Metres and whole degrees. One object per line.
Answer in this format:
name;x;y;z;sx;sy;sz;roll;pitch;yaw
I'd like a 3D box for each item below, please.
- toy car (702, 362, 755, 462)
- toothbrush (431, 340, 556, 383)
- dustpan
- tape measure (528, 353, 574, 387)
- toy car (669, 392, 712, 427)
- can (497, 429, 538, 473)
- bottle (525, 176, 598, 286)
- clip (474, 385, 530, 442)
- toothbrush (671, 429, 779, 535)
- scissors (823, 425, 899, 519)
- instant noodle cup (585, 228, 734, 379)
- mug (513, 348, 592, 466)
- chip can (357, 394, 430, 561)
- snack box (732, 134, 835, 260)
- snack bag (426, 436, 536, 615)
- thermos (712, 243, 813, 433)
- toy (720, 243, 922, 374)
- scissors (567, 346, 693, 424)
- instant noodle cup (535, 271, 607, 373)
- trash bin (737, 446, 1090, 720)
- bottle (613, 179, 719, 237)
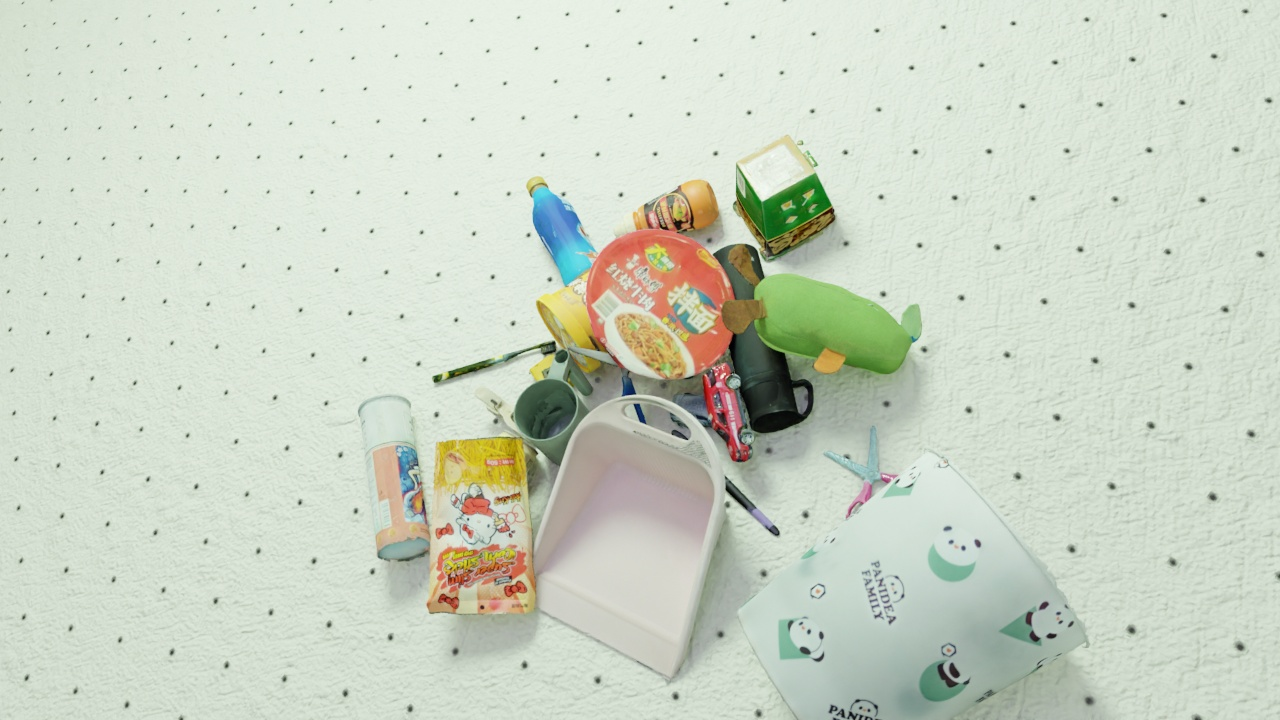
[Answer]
toy car;0.104;0.063;1.091;0.045;0.053;0.120;-14;72;-4
toothbrush;-0.204;0.004;1.274;0.186;0.012;0.017;-16;71;10
dustpan;-0.020;0.185;1.046;0.223;0.139;0.272;17;70;24
tape measure;-0.115;0.018;1.227;0.057;0.029;0.060;-36;59;-3
toy car;0.080;0.061;1.139;0.091;0.034;0.042;6;63;19
can;-0.184;0.150;1.164;0.058;0.058;0.116;26;74;28
bottle;-0.112;-0.183;1.308;0.065;0.065;0.218;-30;59;1
clip;-0.173;0.071;1.214;0.100;0.070;0.034;29;76;21
toothbrush;0.099;0.143;1.100;0.014;0.017;0.189;-43;61;-7
scissors;0.264;0.139;1.049;0.133;0.017;0.133;26;76;32
instant noodle cup;0.017;-0.062;1.127;0.193;0.066;0.193;6;72;-17
mug;-0.095;0.063;1.154;0.084;0.103;0.123;7;65;21
chip can;-0.323;0.152;1.202;0.071;0.071;0.214;-21;59;7
snack box;0.182;-0.223;1.209;0.117;0.105;0.118;-29;58;3
snack bag;-0.190;0.196;1.093;0.128;0.073;0.207;-2;81;-1
thermos;0.151;-0.030;1.151;0.090;0.069;0.242;-1;60;-19
toy;0.209;-0.047;1.082;0.246;0.090;0.226;20;36;-3
scissors;-0.008;0.012;1.155;0.162;0.012;0.176;-8;89;-18
instant noodle cup;-0.058;-0.063;1.204;0.114;0.118;0.118;-36;58;-12
trash bin;0.247;0.246;0.885;0.252;0.229;0.229;-36;58;3
bottle;0.032;-0.201;1.277;0.150;0.067;0.066;-17;59;17
